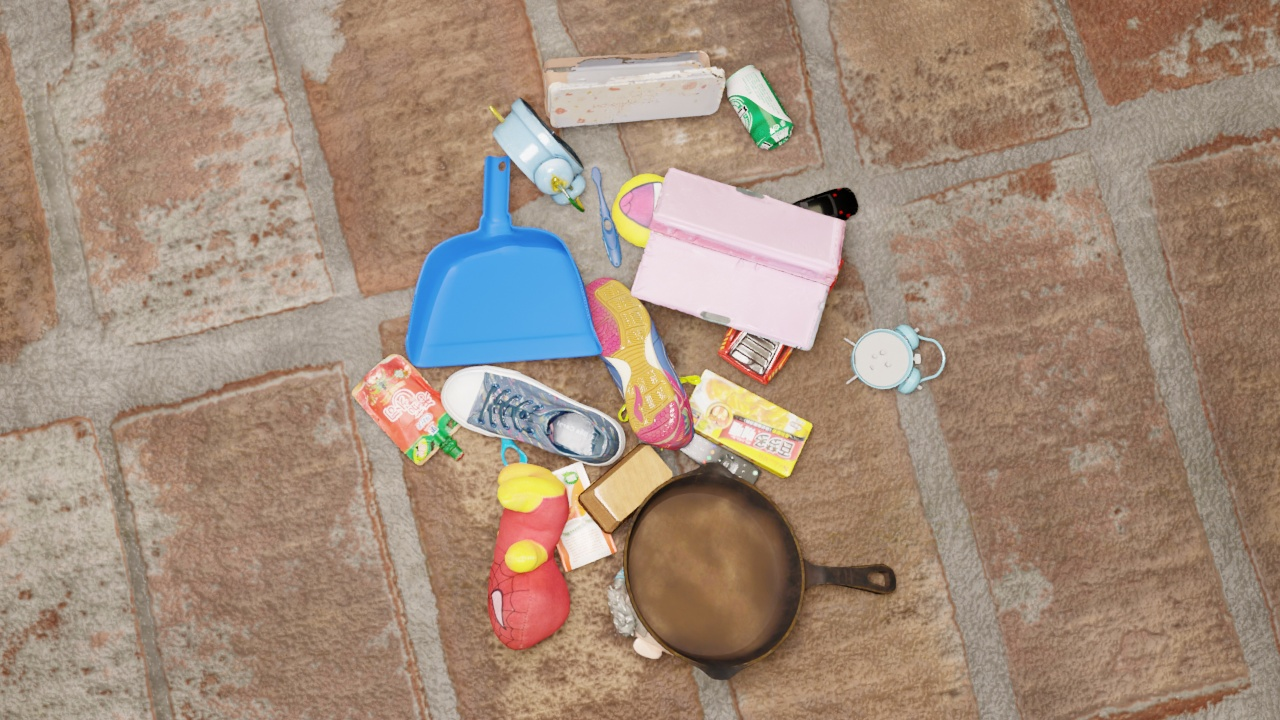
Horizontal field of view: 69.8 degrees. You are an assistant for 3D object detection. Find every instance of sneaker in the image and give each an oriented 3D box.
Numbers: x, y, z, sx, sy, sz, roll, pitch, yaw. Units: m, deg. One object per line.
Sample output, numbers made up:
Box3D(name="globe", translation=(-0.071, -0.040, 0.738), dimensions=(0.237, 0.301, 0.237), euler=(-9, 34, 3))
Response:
Box3D(name="sneaker", translation=(-0.006, 0.006, 1.124), dimensions=(0.116, 0.091, 0.241), euler=(-35, 61, 19))
Box3D(name="sneaker", translation=(-0.132, 0.064, 1.104), dimensions=(0.235, 0.079, 0.087), euler=(19, 86, 5))

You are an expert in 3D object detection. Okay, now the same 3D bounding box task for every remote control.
Box3D(name="remote control", translation=(0.090, 0.120, 1.151), dimensions=(0.125, 0.010, 0.039), euler=(31, 86, 2))

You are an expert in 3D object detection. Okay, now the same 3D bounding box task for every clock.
Box3D(name="clock", translation=(-0.116, -0.249, 1.126), dimensions=(0.060, 0.118, 0.162), euler=(-41, 78, 8))
Box3D(name="clock", translation=(0.320, -0.002, 1.147), dimensions=(0.123, 0.042, 0.087), euler=(-2, 86, 1))

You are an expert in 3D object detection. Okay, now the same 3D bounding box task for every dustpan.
Box3D(name="dustpan", translation=(-0.170, -0.130, 1.132), dimensions=(0.246, 0.059, 0.257), euler=(-4, 74, 12))

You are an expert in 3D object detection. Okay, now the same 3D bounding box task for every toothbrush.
Box3D(name="toothbrush", translation=(-0.044, -0.183, 1.172), dimensions=(0.021, 0.016, 0.132), euler=(-13, 88, -1))

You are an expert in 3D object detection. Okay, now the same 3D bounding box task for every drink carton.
Box3D(name="drink carton", translation=(-0.083, 0.192, 1.136), dimensions=(0.069, 0.039, 0.122), euler=(-21, 80, -3))

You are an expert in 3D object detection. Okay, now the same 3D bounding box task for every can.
Box3D(name="can", translation=(0.151, -0.319, 1.164), dimensions=(0.053, 0.053, 0.101), euler=(-30, 87, -3))

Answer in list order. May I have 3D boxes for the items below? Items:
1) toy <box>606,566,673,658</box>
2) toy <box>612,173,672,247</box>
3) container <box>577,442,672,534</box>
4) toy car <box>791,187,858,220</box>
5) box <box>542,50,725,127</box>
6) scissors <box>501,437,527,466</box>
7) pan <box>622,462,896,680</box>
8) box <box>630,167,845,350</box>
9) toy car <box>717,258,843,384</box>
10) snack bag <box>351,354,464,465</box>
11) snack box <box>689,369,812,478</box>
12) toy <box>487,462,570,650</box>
Box3D(name="toy", translation=(0.045, 0.304, 1.106), dimensions=(0.176, 0.076, 0.132), euler=(34, 71, 4))
Box3D(name="toy", translation=(0.011, -0.189, 1.159), dimensions=(0.094, 0.041, 0.095), euler=(6, 82, 5))
Box3D(name="container", translation=(-0.014, 0.151, 1.112), dimensions=(0.113, 0.061, 0.063), euler=(-39, 86, -17))
Box3D(name="toy car", translation=(0.232, -0.192, 1.163), dimensions=(0.091, 0.036, 0.042), euler=(-18, 86, -2))
Box3D(name="box", translation=(-0.012, -0.346, 1.142), dimensions=(0.216, 0.095, 0.107), euler=(-7, 57, -9))
Box3D(name="scissors", translation=(-0.168, 0.068, 1.155), dimensions=(0.110, 0.015, 0.132), euler=(-40, 83, 1))
Box3D(name="pan", translation=(0.142, 0.254, 1.095), dimensions=(0.355, 0.043, 0.248), euler=(8, 66, -18))
Box3D(name="box", translation=(0.121, -0.127, 1.100), dimensions=(0.233, 0.059, 0.179), euler=(16, 74, -2))
Box3D(name="toy car", translation=(0.176, -0.066, 1.146), dimensions=(0.081, 0.056, 0.189), euler=(33, 83, 1))
Box3D(name="snack bag", translation=(-0.279, 0.068, 1.143), dimensions=(0.155, 0.044, 0.087), euler=(45, 77, -3))
Box3D(name="snack box", translation=(0.130, 0.079, 1.142), dimensions=(0.152, 0.025, 0.075), euler=(28, 77, 2))
Box3D(name="toy", translation=(-0.131, 0.234, 1.076), dimensions=(0.099, 0.147, 0.216), euler=(1, 97, -1))
